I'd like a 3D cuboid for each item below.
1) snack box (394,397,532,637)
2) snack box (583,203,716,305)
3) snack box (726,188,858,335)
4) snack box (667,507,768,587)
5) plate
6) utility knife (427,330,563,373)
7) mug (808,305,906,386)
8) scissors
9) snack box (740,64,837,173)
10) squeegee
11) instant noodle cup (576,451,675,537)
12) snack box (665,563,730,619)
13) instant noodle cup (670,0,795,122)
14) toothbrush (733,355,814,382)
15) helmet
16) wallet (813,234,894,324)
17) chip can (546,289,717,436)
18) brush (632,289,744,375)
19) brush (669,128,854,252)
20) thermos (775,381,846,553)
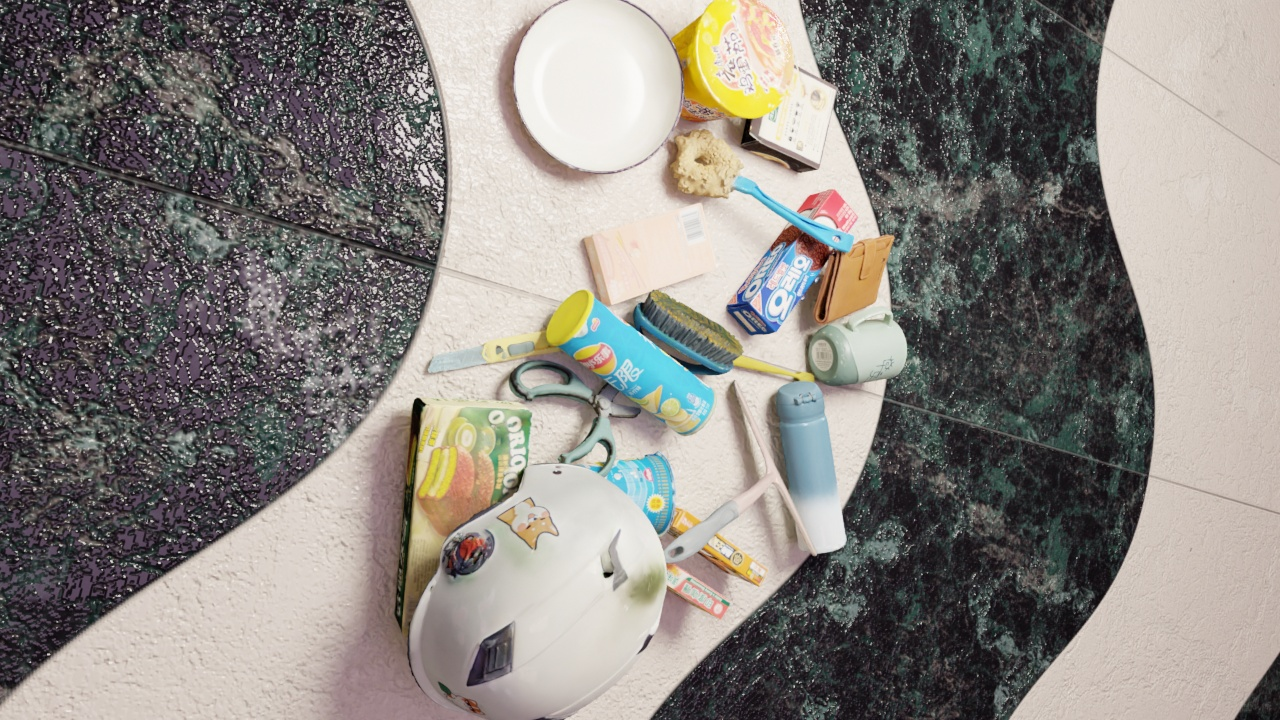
[{"bbox_3d":[-0.184,0.160,0.945,0.114,0.063,0.240,3,96,-23],"label":"snack box"},{"bbox_3d":[0.014,-0.127,1.086,0.157,0.026,0.084,-21,103,-27],"label":"snack box"},{"bbox_3d":[0.196,-0.125,1.174,0.058,0.057,0.207,44,72,-21],"label":"snack box"},{"bbox_3d":[0.079,0.221,1.111,0.153,0.075,0.026,38,74,-26],"label":"snack box"},{"bbox_3d":[-0.048,-0.303,1.018,0.192,0.039,0.192,-2,97,-14],"label":"plate"},{"bbox_3d":[-0.134,-0.013,1.016,0.212,0.022,0.031,-11,95,-25],"label":"utility knife"},{"bbox_3d":[0.287,-0.021,1.205,0.106,0.082,0.112,-7,131,-26],"label":"mug"},{"bbox_3d":[-0.078,0.051,1.020,0.181,0.019,0.169,39,45,-8],"label":"scissors"},{"bbox_3d":[0.182,-0.313,1.159,0.125,0.053,0.113,16,84,-29],"label":"snack box"},{"bbox_3d":[0.109,0.172,1.075,0.248,0.040,0.247,-29,95,-45],"label":"squeegee"},{"bbox_3d":[-0.030,0.153,1.042,0.109,0.099,0.099,2,91,-22],"label":"instant noodle cup"},{"bbox_3d":[0.029,0.251,1.082,0.155,0.077,0.027,38,74,-26],"label":"snack box"},{"bbox_3d":[0.092,-0.343,1.073,0.137,0.110,0.138,-1,92,-29],"label":"instant noodle cup"},{"bbox_3d":[0.146,0.006,1.176,0.190,0.017,0.015,14,86,-28],"label":"toothbrush"},{"bbox_3d":[-0.074,0.240,0.890,0.273,0.157,0.230,-45,126,-28],"label":"helmet"},{"bbox_3d":[0.280,-0.109,1.200,0.131,0.031,0.108,-19,129,-46],"label":"wallet"},{"bbox_3d":[-0.006,0.006,1.044,0.210,0.071,0.071,37,74,-29],"label":"chip can"},{"bbox_3d":[0.050,-0.024,1.089,0.144,0.055,0.074,30,119,-21],"label":"brush"},{"bbox_3d":[0.147,-0.197,1.111,0.254,0.046,0.083,27,67,-10],"label":"brush"},{"bbox_3d":[0.221,0.137,1.194,0.070,0.070,0.220,-16,101,-29],"label":"thermos"}]
